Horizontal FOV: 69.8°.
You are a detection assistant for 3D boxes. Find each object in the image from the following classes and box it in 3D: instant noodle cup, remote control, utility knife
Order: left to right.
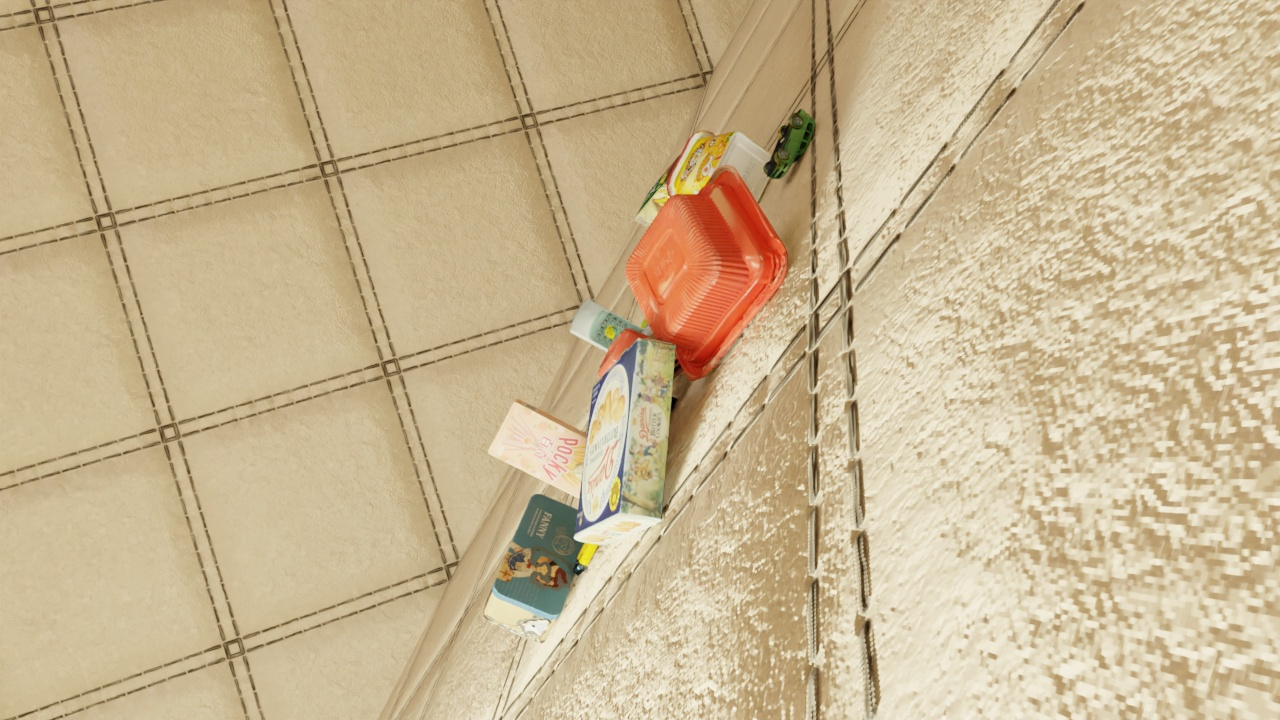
[{"bbox_3d":[-0.034,0.167,1.084,0.190,0.015,0.033,-63,11,-7],"label":"utility knife"},{"bbox_3d":[-0.036,-0.036,1.350,0.056,0.135,0.019,-63,9,-12],"label":"remote control"},{"bbox_3d":[0.056,-0.093,0.946,0.189,0.079,0.164,-54,46,34],"label":"instant noodle cup"},{"bbox_3d":[0.116,-0.252,1.253,0.116,0.116,0.124,-63,20,-8],"label":"instant noodle cup"}]

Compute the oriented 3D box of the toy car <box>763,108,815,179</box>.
[{"bbox_3d":[0.178,-0.256,1.096,0.091,0.036,0.043,-63,9,-16],"label":"toy car"}]

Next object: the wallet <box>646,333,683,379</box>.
[{"bbox_3d":[0.029,-0.008,1.091,0.108,0.031,0.131,-39,18,1],"label":"wallet"}]

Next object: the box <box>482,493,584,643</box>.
[{"bbox_3d":[-0.121,0.244,1.112,0.183,0.090,0.063,-74,8,-51],"label":"box"}]

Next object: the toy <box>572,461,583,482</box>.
[{"bbox_3d":[-0.029,0.087,1.143,0.157,0.066,0.105,-55,-10,-4],"label":"toy"}]

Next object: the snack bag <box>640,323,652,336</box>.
[{"bbox_3d":[0.036,-0.052,1.243,0.104,0.026,0.048,-31,17,32],"label":"snack bag"}]

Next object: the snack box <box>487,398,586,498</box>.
[{"bbox_3d":[-0.126,0.126,1.292,0.084,0.157,0.026,-62,6,7],"label":"snack box"}]

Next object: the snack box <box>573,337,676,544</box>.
[{"bbox_3d":[-0.018,0.089,0.958,0.178,0.045,0.182,135,144,-65],"label":"snack box"}]

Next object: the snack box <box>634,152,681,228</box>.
[{"bbox_3d":[0.072,-0.243,1.440,0.063,0.114,0.240,-62,8,-9],"label":"snack box"}]

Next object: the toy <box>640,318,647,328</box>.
[{"bbox_3d":[0.008,-0.033,1.442,0.100,0.031,0.096,124,164,-51],"label":"toy"}]

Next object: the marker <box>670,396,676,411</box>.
[{"bbox_3d":[0.012,0.095,1.047,0.123,0.015,0.018,-62,9,-18],"label":"marker"}]

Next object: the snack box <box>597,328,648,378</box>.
[{"bbox_3d":[-0.007,0.007,1.222,0.081,0.080,0.091,-66,9,-26],"label":"snack box"}]
